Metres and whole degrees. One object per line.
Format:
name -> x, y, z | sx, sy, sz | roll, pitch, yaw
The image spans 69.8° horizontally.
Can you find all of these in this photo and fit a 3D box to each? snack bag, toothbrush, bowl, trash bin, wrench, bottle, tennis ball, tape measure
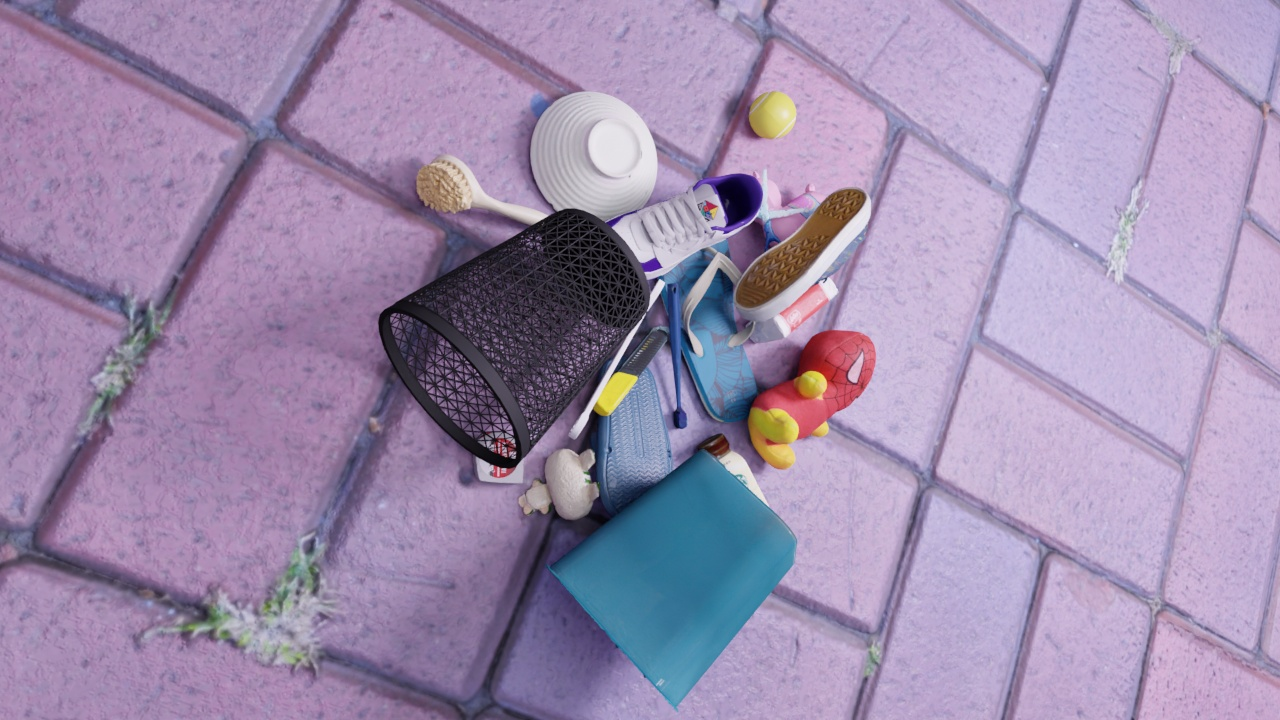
snack bag -> 0.205, -0.069, 1.246 | 0.115, 0.077, 0.036 | -38, 100, -23
toothbrush -> 0.048, -0.004, 1.182 | 0.016, 0.017, 0.190 | -6, 97, -17
bowl -> -0.045, -0.261, 1.161 | 0.177, 0.071, 0.177 | 0, 89, -24
trash bin -> 0.046, 0.239, 1.031 | 0.218, 0.199, 0.196 | -42, 66, -12
wrench -> -0.026, -0.007, 1.111 | 0.009, 0.047, 0.272 | 33, 49, -5
bottle -> 0.128, 0.174, 1.191 | 0.056, 0.057, 0.162 | -31, 95, -24
trash bin -> -0.128, -0.039, 1.040 | 0.242, 0.217, 0.217 | -43, 100, -29
tennis ball -> 0.184, -0.342, 1.281 | 0.065, 0.065, 0.065 | 3, 81, -23
tape measure -> -0.169, 0.116, 1.094 | 0.062, 0.020, 0.060 | 4, 81, -22

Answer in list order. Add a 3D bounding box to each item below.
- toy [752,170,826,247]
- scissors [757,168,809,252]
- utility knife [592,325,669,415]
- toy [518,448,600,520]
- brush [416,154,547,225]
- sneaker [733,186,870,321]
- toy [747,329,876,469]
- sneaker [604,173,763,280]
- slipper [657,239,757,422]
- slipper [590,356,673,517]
toy -> 0.208, -0.201, 1.273 | 0.123, 0.067, 0.157 | -39, 94, -24
scissors -> 0.163, -0.189, 1.231 | 0.127, 0.014, 0.133 | -8, 97, 7
utility knife -> -0.007, 0.007, 1.145 | 0.029, 0.020, 0.173 | 40, 52, 0
toy -> -0.090, 0.150, 1.101 | 0.050, 0.112, 0.087 | 9, 53, -57
brush -> -0.144, -0.181, 1.129 | 0.272, 0.062, 0.077 | 18, 48, -24
sneaker -> 0.220, -0.123, 1.193 | 0.235, 0.087, 0.079 | -44, 135, -13
toy -> 0.230, 0.039, 1.221 | 0.099, 0.148, 0.215 | 39, 69, 17
sneaker -> 0.050, -0.169, 1.136 | 0.243, 0.111, 0.092 | -24, 90, -19
slipper -> 0.095, -0.063, 1.210 | 0.118, 0.060, 0.295 | -14, 88, -21
slipper -> -0.014, 0.097, 1.142 | 0.103, 0.059, 0.213 | 8, 65, -24
